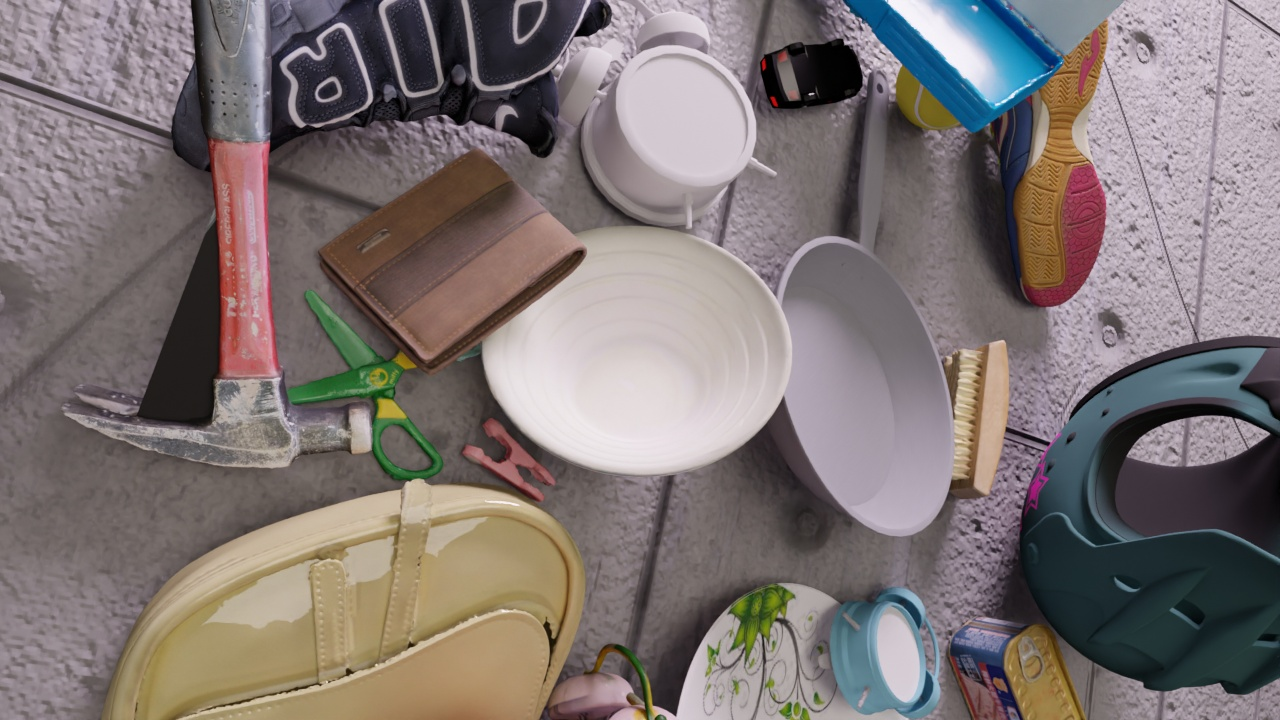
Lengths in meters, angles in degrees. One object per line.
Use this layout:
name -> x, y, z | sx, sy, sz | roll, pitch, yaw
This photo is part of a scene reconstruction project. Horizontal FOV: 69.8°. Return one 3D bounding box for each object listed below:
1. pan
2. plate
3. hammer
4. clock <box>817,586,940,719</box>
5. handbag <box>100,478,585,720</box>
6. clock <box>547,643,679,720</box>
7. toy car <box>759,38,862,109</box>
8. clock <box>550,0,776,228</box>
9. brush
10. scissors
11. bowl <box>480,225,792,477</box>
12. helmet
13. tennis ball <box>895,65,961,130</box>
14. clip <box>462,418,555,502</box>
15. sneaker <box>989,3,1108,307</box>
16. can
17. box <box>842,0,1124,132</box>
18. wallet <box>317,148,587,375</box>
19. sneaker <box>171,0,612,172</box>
pan -> 0.152, -0.054, 0.640 | 0.200, 0.051, 0.355 | 26, 58, -36
plate -> 0.096, 0.260, 0.581 | 0.229, 0.030, 0.229 | 18, 62, -37
hammer -> -0.195, -0.102, 0.421 | 0.140, 0.036, 0.327 | 0, 110, -17
clock -> 0.172, 0.200, 0.628 | 0.123, 0.042, 0.087 | 12, 65, -45
handbag -> -0.143, 0.154, 0.465 | 0.232, 0.089, 0.191 | 1, 88, -25
clock -> -0.014, 0.234, 0.494 | 0.058, 0.117, 0.158 | 9, 90, -30
toy car -> 0.121, -0.203, 0.657 | 0.091, 0.036, 0.042 | -19, 94, -36
clock -> 0.008, -0.161, 0.587 | 0.119, 0.061, 0.159 | -34, 91, -26
brush -> 0.244, 0.043, 0.683 | 0.039, 0.049, 0.117 | 13, 79, -1
scissors -> -0.143, 0.007, 0.521 | 0.130, 0.011, 0.125 | -40, 103, -24
bowl -> -0.003, 0.003, 0.541 | 0.176, 0.058, 0.176 | 2, 54, -2
helmet -> 0.364, 0.117, 0.608 | 0.176, 0.275, 0.199 | 19, 64, 5
tennis ball -> 0.225, -0.207, 0.690 | 0.065, 0.065, 0.065 | 3, 83, -25
clip -> -0.075, 0.056, 0.545 | 0.060, 0.023, 0.044 | 19, 78, -17
sneaker -> 0.316, -0.165, 0.731 | 0.116, 0.091, 0.242 | -12, 109, -21
can -> 0.273, 0.238, 0.668 | 0.053, 0.059, 0.100 | -24, 95, -26
box -> 0.213, -0.295, 0.651 | 0.171, 0.070, 0.243 | -40, 79, 2
wallet -> -0.105, -0.060, 0.521 | 0.121, 0.027, 0.098 | -40, 73, -22
sneaker -> -0.116, -0.156, 0.501 | 0.252, 0.097, 0.151 | -43, 109, -9
